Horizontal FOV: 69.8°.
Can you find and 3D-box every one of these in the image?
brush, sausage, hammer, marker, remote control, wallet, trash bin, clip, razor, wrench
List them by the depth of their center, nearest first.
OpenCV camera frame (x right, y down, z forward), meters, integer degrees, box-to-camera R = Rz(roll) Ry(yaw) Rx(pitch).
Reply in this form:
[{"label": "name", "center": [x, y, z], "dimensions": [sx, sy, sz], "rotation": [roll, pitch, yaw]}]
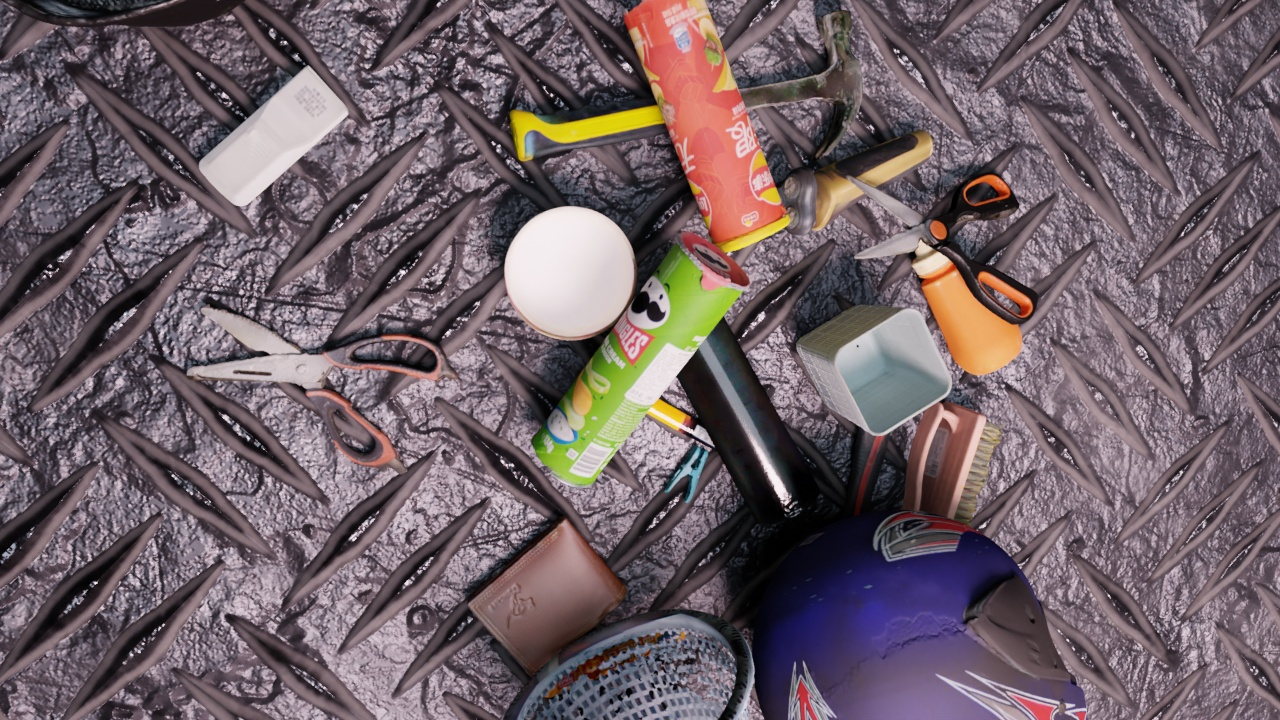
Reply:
[{"label": "remote control", "center": [-0.304, -0.184, 0.759], "dimensions": [0.125, 0.024, 0.049], "rotation": [-43, 104, -3]}, {"label": "trash bin", "center": [0.018, 0.359, 0.775], "dimensions": [0.226, 0.226, 0.195], "rotation": [-25, 107, -7]}, {"label": "hammer", "center": [0.046, -0.222, 0.820], "dimensions": [0.323, 0.032, 0.126], "rotation": [-13, 100, -9]}, {"label": "razor", "center": [0.197, -0.170, 0.847], "dimensions": [0.167, 0.062, 0.068], "rotation": [-27, 140, -12]}, {"label": "wallet", "center": [-0.087, 0.221, 0.860], "dimensions": [0.124, 0.032, 0.101], "rotation": [-41, 101, -4]}, {"label": "marker", "center": [0.053, 0.067, 0.873], "dimensions": [0.124, 0.015, 0.018], "rotation": [30, 85, -17]}, {"label": "clip", "center": [0.047, 0.108, 0.878], "dimensions": [0.038, 0.013, 0.055], "rotation": [29, 93, -15]}, {"label": "sausage", "center": [-0.026, 0.289, 0.886], "dimensions": [0.165, 0.021, 0.021], "rotation": [-21, 102, -8]}, {"label": "brush", "center": [0.296, 0.115, 0.905], "dimensions": [0.073, 0.063, 0.146], "rotation": [13, 97, -17]}, {"label": "wrench", "center": [0.218, 0.164, 0.919], "dimensions": [0.056, 0.016, 0.273], "rotation": [5, 98, -16]}]

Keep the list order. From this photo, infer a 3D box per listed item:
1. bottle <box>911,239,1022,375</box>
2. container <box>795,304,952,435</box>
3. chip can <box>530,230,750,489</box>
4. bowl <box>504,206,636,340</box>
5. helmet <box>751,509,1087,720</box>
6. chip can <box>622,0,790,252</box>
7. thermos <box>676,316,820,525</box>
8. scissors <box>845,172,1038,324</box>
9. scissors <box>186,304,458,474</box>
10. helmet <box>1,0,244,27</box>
[{"label": "bottle", "center": [0.306, -0.060, 0.884], "dimensions": [0.066, 0.067, 0.149], "rotation": [-34, 96, -5]}, {"label": "container", "center": [0.207, 0.003, 0.844], "dimensions": [0.090, 0.111, 0.090], "rotation": [-31, 103, -7]}, {"label": "chip can", "center": [-0.005, 0.005, 0.781], "dimensions": [0.072, 0.072, 0.236], "rotation": [31, 113, -14]}, {"label": "bowl", "center": [-0.064, -0.077, 0.803], "dimensions": [0.113, 0.062, 0.113], "rotation": [-1, 97, -12]}, {"label": "helmet", "center": [0.246, 0.257, 0.812], "dimensions": [0.315, 0.248, 0.240], "rotation": [16, 60, -35]}, {"label": "chip can", "center": [0.057, -0.202, 0.772], "dimensions": [0.073, 0.073, 0.216], "rotation": [-24, 100, -7]}, {"label": "thermos", "center": [0.089, 0.026, 0.845], "dimensions": [0.089, 0.069, 0.242], "rotation": [-33, 100, -28]}, {"label": "scissors", "center": [0.285, -0.116, 0.848], "dimensions": [0.221, 0.022, 0.228], "rotation": [45, 59, -5]}, {"label": "scissors", "center": [-0.271, 0.015, 0.799], "dimensions": [0.189, 0.015, 0.226], "rotation": [-34, 104, -5]}, {"label": "helmet", "center": [-0.339, -0.349, 0.622], "dimensions": [0.233, 0.230, 0.275], "rotation": [14, 94, 2]}]
